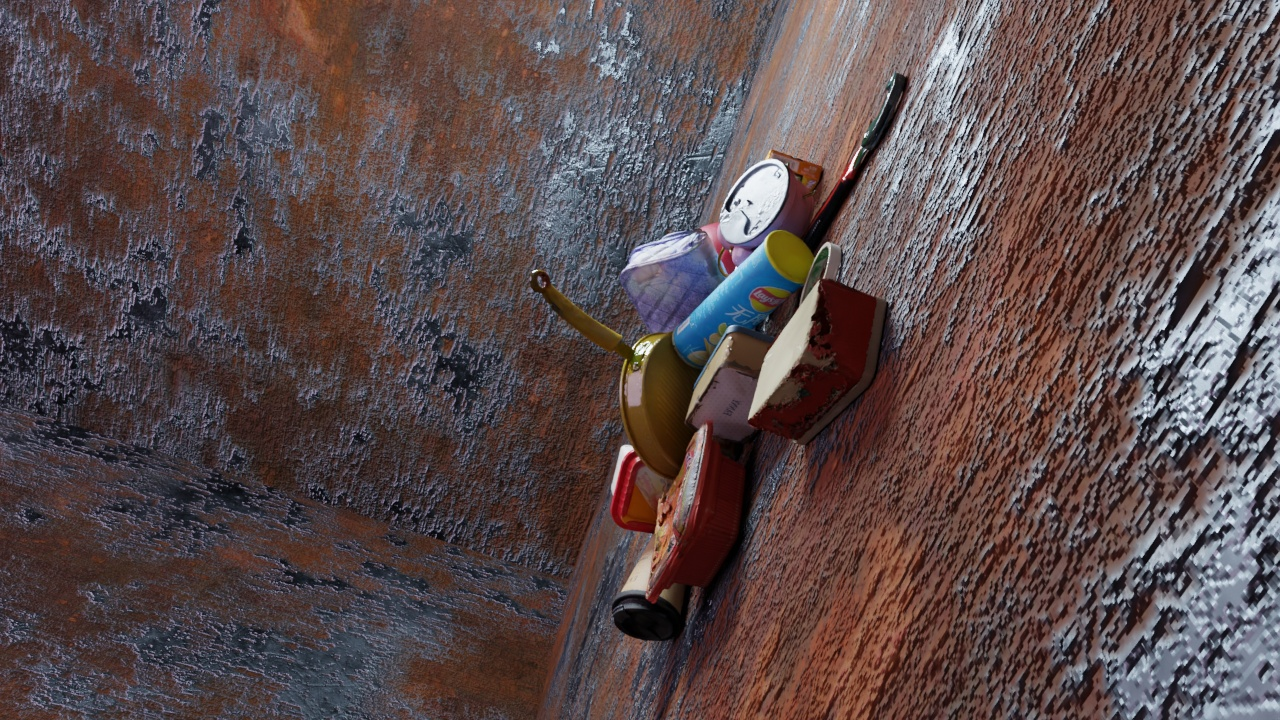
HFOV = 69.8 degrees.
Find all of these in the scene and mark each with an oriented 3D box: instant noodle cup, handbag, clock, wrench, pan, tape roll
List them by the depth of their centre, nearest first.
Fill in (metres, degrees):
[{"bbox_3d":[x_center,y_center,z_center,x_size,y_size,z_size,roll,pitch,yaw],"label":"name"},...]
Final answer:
[{"bbox_3d":[0.193,-0.085,0.987,0.086,0.014,0.086,-166,94,-87],"label":"tape roll"},{"bbox_3d":[0.228,-0.202,1.027,0.274,0.016,0.056,113,178,-51],"label":"wrench"},{"bbox_3d":[0.065,0.185,1.073,0.164,0.079,0.189,-75,5,-47],"label":"instant noodle cup"},{"bbox_3d":[0.148,-0.171,1.149,0.159,0.059,0.117,-50,35,19],"label":"clock"},{"bbox_3d":[-0.007,0.007,1.181,0.078,0.357,0.197,-13,39,39],"label":"pan"},{"bbox_3d":[0.067,-0.084,1.264,0.194,0.134,0.075,59,-144,-34],"label":"handbag"},{"bbox_3d":[0.013,0.175,1.296,0.124,0.116,0.116,-148,71,-75],"label":"instant noodle cup"}]

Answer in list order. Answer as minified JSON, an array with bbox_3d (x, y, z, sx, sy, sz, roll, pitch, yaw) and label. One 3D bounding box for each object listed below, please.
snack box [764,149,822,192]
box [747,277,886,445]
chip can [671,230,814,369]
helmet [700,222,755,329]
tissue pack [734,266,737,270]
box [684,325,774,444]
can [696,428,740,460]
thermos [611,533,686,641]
[{"bbox_3d":[0.192,-0.235,1.280,0.154,0.075,0.026,117,172,-70],"label":"snack box"},{"bbox_3d":[0.142,0.004,0.804,0.169,0.076,0.091,113,175,-63],"label":"box"},{"bbox_3d":[0.122,-0.069,1.118,0.211,0.071,0.071,-45,22,46],"label":"chip can"},{"bbox_3d":[0.114,-0.118,1.424,0.240,0.144,0.206,122,163,-82],"label":"helmet"},{"bbox_3d":[0.173,-0.148,1.241,0.090,0.063,0.140,121,168,-83],"label":"tissue pack"},{"bbox_3d":[0.114,0.029,1.052,0.185,0.090,0.059,118,171,-58],"label":"box"},{"bbox_3d":[0.111,0.057,1.189,0.058,0.058,0.147,115,172,-66],"label":"can"},{"bbox_3d":[0.022,0.293,1.195,0.142,0.093,0.093,-65,-3,-47],"label":"thermos"}]
